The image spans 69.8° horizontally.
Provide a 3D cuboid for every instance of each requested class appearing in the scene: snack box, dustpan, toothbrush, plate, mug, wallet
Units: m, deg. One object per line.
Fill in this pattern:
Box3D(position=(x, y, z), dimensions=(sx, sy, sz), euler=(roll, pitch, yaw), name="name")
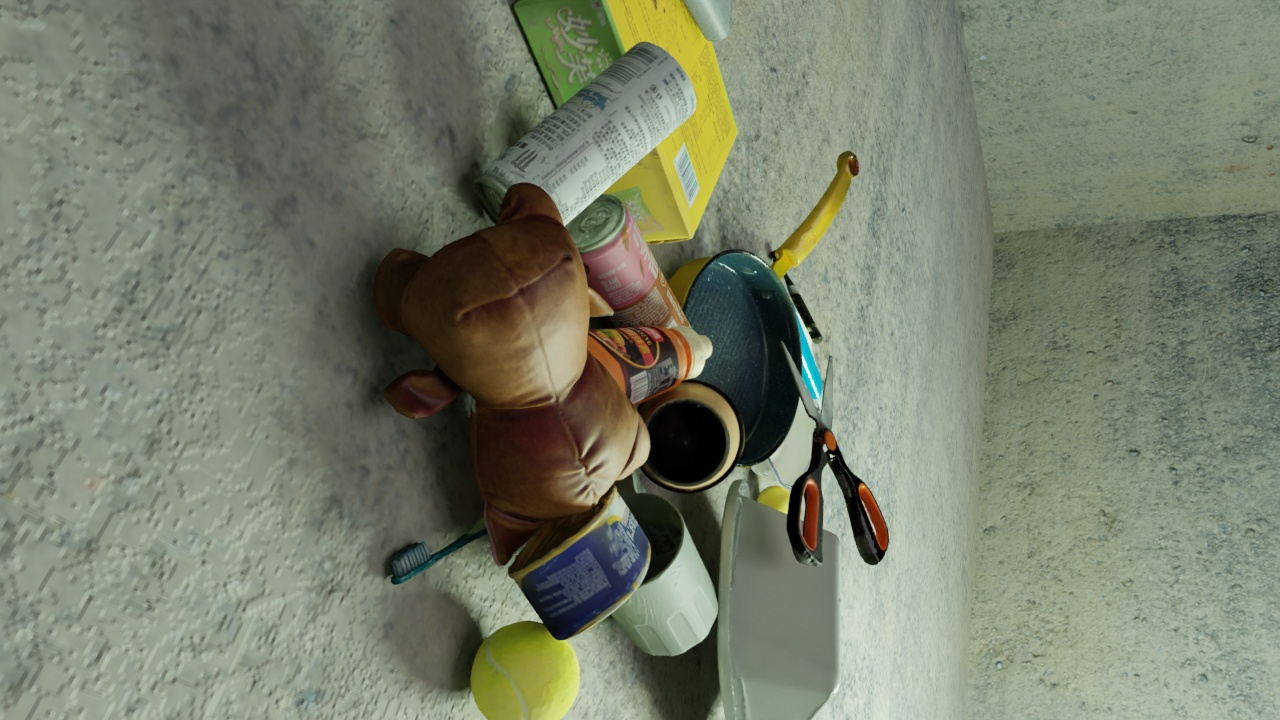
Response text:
Box3D(position=(0.001, -0.218, 0.704), dimensions=(0.210, 0.070, 0.157), euler=(65, 35, -38), name="snack box")
Box3D(position=(0.092, 0.240, 0.842), dimensions=(0.222, 0.142, 0.258), euler=(-76, -171, -48), name="dustpan")
Box3D(position=(-0.091, 0.095, 0.574), dimensions=(0.191, 0.016, 0.018), euler=(-25, 100, -61), name="toothbrush")
Box3D(position=(0.152, 0.040, 1.020), dimensions=(0.204, 0.046, 0.205), euler=(2, 87, -63), name="plate")
Box3D(position=(0.006, 0.150, 0.705), dimensions=(0.123, 0.084, 0.103), euler=(-99, 168, -48), name="mug")
Box3D(position=(0.042, -0.317, 0.671), dimensions=(0.129, 0.037, 0.106), euler=(34, 58, -60), name="wallet")
Box3D(position=(0.169, -0.073, 1.004), dimensions=(0.017, 0.012, 0.185), euler=(59, 11, -33), name="toothbrush")

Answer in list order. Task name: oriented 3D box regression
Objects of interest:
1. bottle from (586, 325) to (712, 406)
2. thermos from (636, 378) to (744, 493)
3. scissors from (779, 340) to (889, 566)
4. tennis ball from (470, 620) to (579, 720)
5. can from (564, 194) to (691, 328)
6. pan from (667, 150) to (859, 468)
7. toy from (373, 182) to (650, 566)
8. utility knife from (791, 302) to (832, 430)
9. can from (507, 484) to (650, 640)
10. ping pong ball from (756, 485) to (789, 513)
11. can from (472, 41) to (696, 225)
Box3D(position=(-0.004, 0.004, 0.651), dimensions=(0.149, 0.067, 0.067), euler=(-16, 104, -41), name="bottle")
Box3D(position=(0.034, 0.059, 0.693), dimensions=(0.143, 0.093, 0.093), euler=(25, 65, -85), name="thermos")
Box3D(position=(0.171, 0.098, 0.842), dimensions=(0.232, 0.022, 0.220), euler=(54, 41, -19), name="scissors")
Box3D(position=(-0.070, 0.191, 0.555), dimensions=(0.065, 0.066, 0.065), euler=(4, 85, -63), name="tennis ball")
Box3D(position=(-0.009, -0.054, 0.691), dimensions=(0.147, 0.058, 0.057), euler=(58, 40, -45), name="can")
Box3D(position=(0.125, -0.066, 0.869), dimensions=(0.198, 0.078, 0.356), euler=(49, 53, -37), name="pan")
Box3D(position=(-0.068, 0.012, 0.524), dimensions=(0.140, 0.130, 0.200), euler=(-31, 119, -15), name="toy")
Box3D(position=(0.187, 0.014, 1.014), dimensions=(0.223, 0.018, 0.034), euler=(59, 38, -42), name="utility knife")
Box3D(position=(-0.035, 0.122, 0.576), dimensions=(0.049, 0.074, 0.148), euler=(57, 4, -1), name="can")
Box3D(position=(0.149, 0.158, 1.013), dimensions=(0.040, 0.040, 0.040), euler=(4, 85, -63), name="ping pong ball")
Box3D(position=(-0.033, -0.136, 0.578), dimensions=(0.146, 0.058, 0.058), euler=(-44, 135, -15), name="can")
